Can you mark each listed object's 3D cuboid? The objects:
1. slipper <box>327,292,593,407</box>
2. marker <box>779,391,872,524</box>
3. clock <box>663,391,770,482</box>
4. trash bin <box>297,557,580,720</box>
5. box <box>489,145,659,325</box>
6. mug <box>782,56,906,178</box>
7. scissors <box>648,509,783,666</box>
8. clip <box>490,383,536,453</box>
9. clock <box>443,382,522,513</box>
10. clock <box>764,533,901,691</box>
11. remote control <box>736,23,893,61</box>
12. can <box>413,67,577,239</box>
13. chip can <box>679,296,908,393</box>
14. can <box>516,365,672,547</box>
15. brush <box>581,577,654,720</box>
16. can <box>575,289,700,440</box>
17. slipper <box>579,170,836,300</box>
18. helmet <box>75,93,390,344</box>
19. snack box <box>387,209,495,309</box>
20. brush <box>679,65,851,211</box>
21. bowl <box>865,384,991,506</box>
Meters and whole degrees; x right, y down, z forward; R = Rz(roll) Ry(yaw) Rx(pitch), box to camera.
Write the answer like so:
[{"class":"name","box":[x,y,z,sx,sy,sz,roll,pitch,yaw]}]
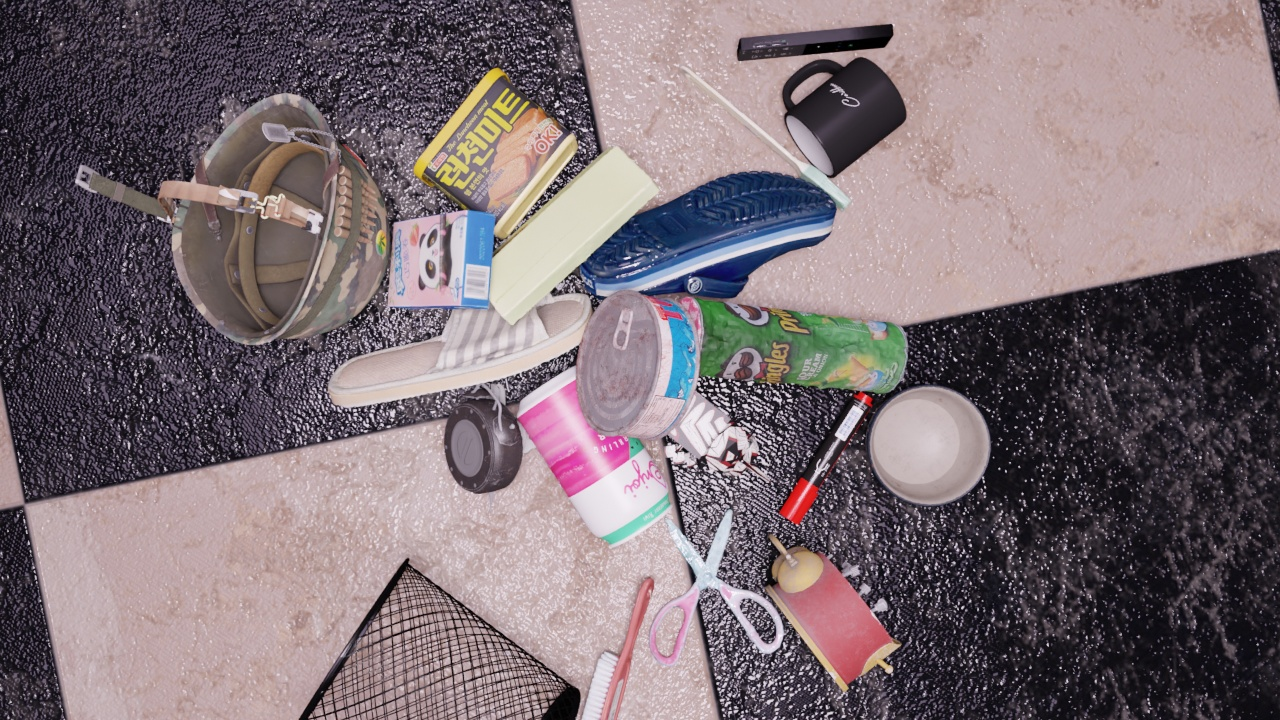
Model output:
[{"class":"slipper","box":[-0.178,-0.016,0.890,0.273,0.114,0.054,-17,124,5]},{"class":"marker","box":[0.187,0.097,0.915,0.021,0.023,0.145,31,92,-40]},{"class":"clock","box":[0.057,0.073,0.870,0.155,0.114,0.065,39,91,19]},{"class":"trash bin","box":[-0.182,0.321,0.860,0.210,0.184,0.184,33,91,-4]},{"class":"box","box":[-0.081,-0.130,0.872,0.188,0.140,0.048,-41,122,5]},{"class":"mug","box":[0.188,-0.247,0.894,0.088,0.078,0.113,-38,63,2]},{"class":"scissors","box":[0.080,0.237,0.926,0.168,0.014,0.170,20,88,3]},{"class":"clip","box":[-0.133,0.076,0.924,0.054,0.040,0.101,6,91,15]},{"class":"clock","box":[-0.149,0.078,0.891,0.091,0.043,0.123,44,123,34]},{"class":"clock","box":[0.177,0.226,0.872,0.081,0.117,0.159,-37,83,-2]},{"class":"remote control","box":[0.172,-0.314,0.908,0.150,0.034,0.013,-5,90,2]},{"class":"can","box":[-0.139,-0.200,0.903,0.101,0.072,0.131,39,91,-1]},{"class":"chip can","box":[0.141,-0.011,0.855,0.223,0.075,0.075,5,90,-20]},{"class":"can","box":[-0.044,0.091,0.891,0.088,0.088,0.166,-33,89,2]},{"class":"brush","box":[-0.024,0.297,0.919,0.030,0.041,0.172,17,90,19]},{"class":"can","box":[-0.005,0.005,0.814,0.044,0.130,0.130,10,90,-35]},{"class":"slipper","box":[0.064,-0.108,0.889,0.252,0.105,0.095,-18,127,-10]},{"class":"helmet","box":[-0.337,-0.128,0.829,0.193,0.235,0.224,7,101,25]},{"class":"snack box","box":[-0.192,-0.093,0.875,0.033,0.154,0.088,4,89,-40]},{"class":"brush","box":[0.122,-0.223,0.913,0.217,0.033,0.012,41,90,3]},{"class":"bowl","box":[0.273,0.080,0.893,0.115,0.059,0.115,0,90,2]}]
